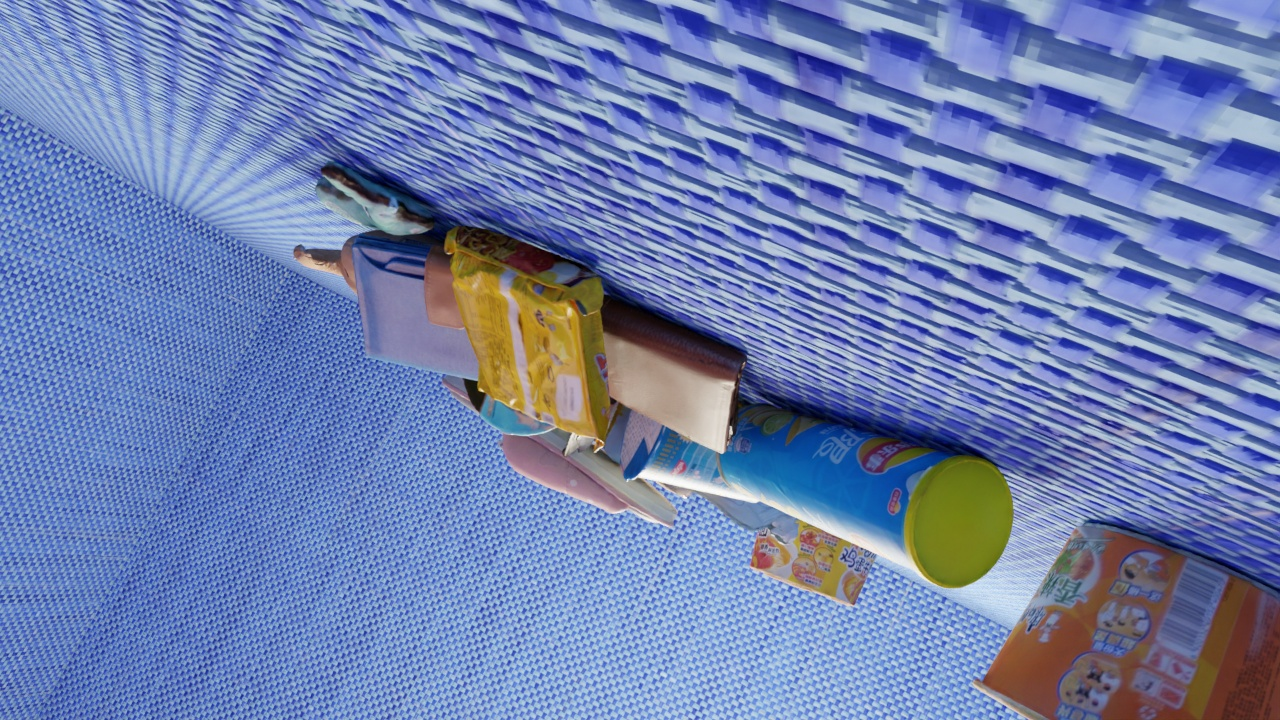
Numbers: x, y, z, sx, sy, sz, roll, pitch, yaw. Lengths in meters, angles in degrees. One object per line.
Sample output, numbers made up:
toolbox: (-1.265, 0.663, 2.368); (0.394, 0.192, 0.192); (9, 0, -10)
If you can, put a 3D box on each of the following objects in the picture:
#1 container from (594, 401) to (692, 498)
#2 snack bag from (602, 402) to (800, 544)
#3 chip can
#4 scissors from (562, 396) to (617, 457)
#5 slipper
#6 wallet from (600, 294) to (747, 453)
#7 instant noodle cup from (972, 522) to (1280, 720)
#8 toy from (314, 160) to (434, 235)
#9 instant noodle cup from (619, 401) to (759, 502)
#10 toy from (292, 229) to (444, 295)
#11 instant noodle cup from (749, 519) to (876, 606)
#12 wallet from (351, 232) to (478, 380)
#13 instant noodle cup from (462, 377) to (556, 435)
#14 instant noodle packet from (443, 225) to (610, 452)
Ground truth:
container: (0.012, 0.068, 0.918); (0.111, 0.090, 0.090); (32, 173, -13)
snack bag: (0.064, 0.086, 0.801); (0.191, 0.039, 0.110); (27, -146, -4)
chip can: (0.126, 0.075, 0.573); (0.071, 0.071, 0.210); (30, 173, -24)
scissors: (-0.051, 0.043, 0.743); (0.192, 0.207, 0.015); (-1, -122, -54)
slipper: (-0.087, 0.094, 0.909); (0.274, 0.054, 0.114); (32, -179, 9)
wallet: (0.019, 0.010, 0.591); (0.101, 0.032, 0.125); (27, 158, 15)
instant noodle cup: (0.274, 0.164, 0.493); (0.151, 0.111, 0.151); (27, 174, 3)
toy: (-0.172, -0.101, 0.579); (0.092, 0.030, 0.096); (17, 171, 37)
instant noodle cup: (0.052, 0.064, 0.732); (0.110, 0.099, 0.099); (20, 176, -16)
toy: (-0.171, -0.056, 0.709); (0.226, 0.082, 0.143); (29, 162, 6)
instant noodle cup: (0.177, 0.175, 0.917); (0.138, 0.109, 0.138); (20, 169, 4)
wallet: (-0.124, -0.030, 0.618); (0.133, 0.040, 0.107); (11, 131, 4)
instant noodle cup: (-0.094, 0.010, 0.838); (0.111, 0.111, 0.120); (27, -179, 3)
instant noodle packet: (-0.062, -0.012, 0.552); (0.111, 0.044, 0.129); (25, 140, 28)
